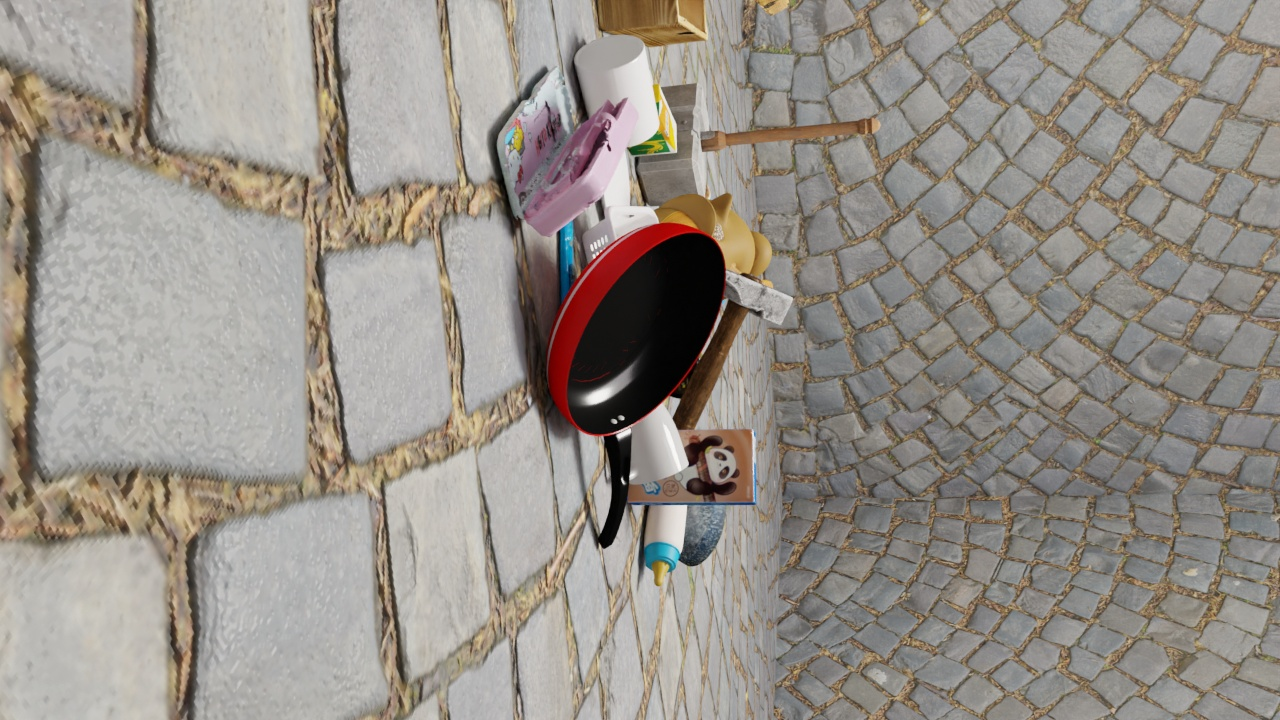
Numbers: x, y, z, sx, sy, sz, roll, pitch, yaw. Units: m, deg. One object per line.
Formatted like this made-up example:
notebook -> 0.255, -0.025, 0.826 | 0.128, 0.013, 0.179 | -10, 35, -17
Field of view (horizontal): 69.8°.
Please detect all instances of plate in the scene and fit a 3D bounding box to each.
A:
plate -> -0.033, -0.207, 1.055 | 0.134, 0.011, 0.134 | -2, 89, -78

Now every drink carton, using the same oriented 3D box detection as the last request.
drink carton -> 0.005, -0.297, 1.138 | 0.122, 0.058, 0.041 | 35, 53, -75

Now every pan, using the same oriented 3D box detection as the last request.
pan -> -0.017, 0.033, 0.869 | 0.208, 0.067, 0.357 | -23, 138, -45

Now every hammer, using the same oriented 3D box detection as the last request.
hammer -> 0.050, 0.022, 1.127 | 0.217, 0.037, 0.301 | 16, 102, -42
hammer -> 0.162, -0.305, 1.248 | 0.083, 0.318, 0.162 | 70, 22, -54

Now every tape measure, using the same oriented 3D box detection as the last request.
tape measure -> 0.058, 0.020, 1.290 | 0.042, 0.071, 0.072 | -86, 160, -45

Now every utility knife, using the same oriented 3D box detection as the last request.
utility knife -> -0.068, -0.094, 0.863 | 0.031, 0.015, 0.173 | 36, 51, -80

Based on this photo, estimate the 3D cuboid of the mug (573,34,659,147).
mug -> -0.030, -0.293, 0.976 | 0.110, 0.073, 0.091 | -117, -171, -45

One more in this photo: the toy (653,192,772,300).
toy -> 0.064, -0.146, 1.168 | 0.203, 0.198, 0.163 | -8, 134, -58

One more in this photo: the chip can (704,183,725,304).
chip can -> 0.088, -0.180, 1.460 | 0.230, 0.080, 0.079 | 74, 18, -48

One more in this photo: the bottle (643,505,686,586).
bottle -> 0.030, 0.223, 1.165 | 0.145, 0.051, 0.051 | -80, 162, -45

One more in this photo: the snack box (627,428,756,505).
snack box -> 0.061, 0.127, 1.090 | 0.034, 0.151, 0.087 | 53, 36, -71

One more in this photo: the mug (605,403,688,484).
mug -> -0.004, 0.090, 1.027 | 0.107, 0.071, 0.089 | -23, 98, -47

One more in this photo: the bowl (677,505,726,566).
bowl -> 0.061, 0.217, 1.253 | 0.115, 0.060, 0.114 | -49, -154, 34

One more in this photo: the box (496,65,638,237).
box -> -0.071, -0.192, 0.786 | 0.095, 0.088, 0.201 | 45, 30, -19

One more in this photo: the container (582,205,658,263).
container -> -0.012, -0.090, 0.946 | 0.080, 0.050, 0.129 | -10, 84, -51

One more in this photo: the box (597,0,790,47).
box -> 0.066, -0.538, 1.127 | 0.278, 0.216, 0.257 | -50, 134, -70
